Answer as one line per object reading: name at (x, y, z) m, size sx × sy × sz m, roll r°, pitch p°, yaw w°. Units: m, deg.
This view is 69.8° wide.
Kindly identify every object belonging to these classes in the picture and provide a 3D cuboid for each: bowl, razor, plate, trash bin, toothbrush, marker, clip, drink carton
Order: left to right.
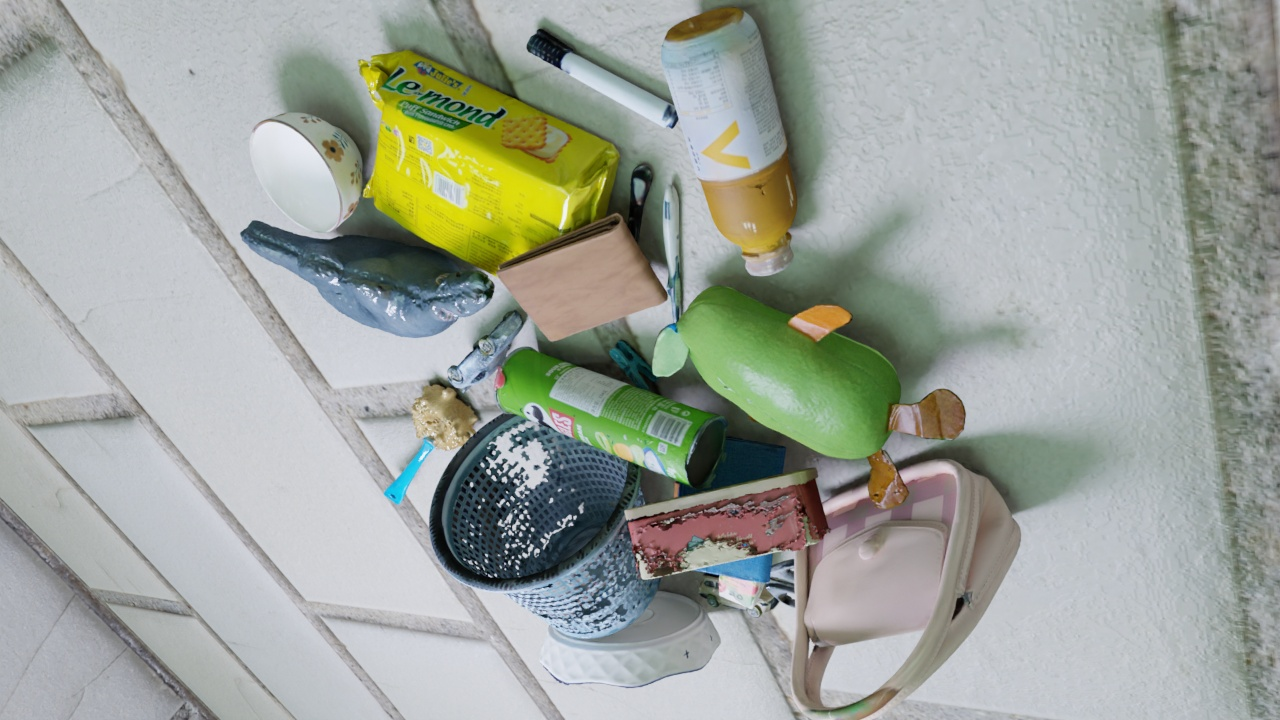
bowl at (-0.304, -0.184, 0.866) m, size 0.113 × 0.062 × 0.114 m, roll 22°, pitch 134°, yaw 24°
trash bin at (-0.076, 0.182, 0.963) m, size 0.227 × 0.226 × 0.195 m, roll 5°, pitch 143°, yaw 29°
marker at (-0.028, -0.214, 0.695) m, size 0.131 × 0.018 × 0.023 m, roll 30°, pitch 129°, yaw 7°
plate at (-0.013, 0.311, 1.048) m, size 0.205 × 0.204 × 0.045 m, roll -2°, pitch 94°, yaw 34°
razor at (-0.006, -0.103, 0.779) m, size 0.043 × 0.022 × 0.143 m, roll 22°, pitch 136°, yaw 12°
clip at (-0.006, 0.005, 0.878) m, size 0.056 × 0.041 × 0.014 m, roll 49°, pitch 138°, yaw -8°
toothbrush at (0.026, -0.069, 0.794) m, size 0.018 × 0.016 × 0.192 m, roll 24°, pitch 138°, yaw 28°
drink carton at (0.109, 0.196, 0.952) m, size 0.045 × 0.053 × 0.123 m, roll 16°, pitch 134°, yaw 21°

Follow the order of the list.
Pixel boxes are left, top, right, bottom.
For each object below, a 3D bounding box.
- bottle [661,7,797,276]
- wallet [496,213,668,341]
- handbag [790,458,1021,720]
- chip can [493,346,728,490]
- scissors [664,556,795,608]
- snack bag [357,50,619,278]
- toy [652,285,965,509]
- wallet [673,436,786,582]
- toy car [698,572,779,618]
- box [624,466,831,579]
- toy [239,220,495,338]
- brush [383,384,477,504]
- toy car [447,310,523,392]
bottle at (0.070, -0.148, 0.653) m, size 0.068 × 0.067 × 0.190 m, roll 1°, pitch 128°, yaw 32°
wallet at (-0.047, -0.065, 0.765) m, size 0.115 × 0.020 × 0.101 m, roll -19°, pitch 139°, yaw 13°
handbag at (0.200, 0.203, 0.763) m, size 0.093 × 0.233 × 0.194 m, roll 44°, pitch 138°, yaw -12°
chip can at (-0.032, 0.050, 0.867) m, size 0.236 × 0.072 × 0.072 m, roll 18°, pitch 136°, yaw 33°
scissors at (0.106, 0.219, 0.923) m, size 0.173 × 0.014 × 0.145 m, roll -19°, pitch 122°, yaw 26°
snack bag at (-0.136, -0.150, 0.787) m, size 0.246 × 0.068 × 0.158 m, roll 27°, pitch 137°, yaw 10°
toy at (0.133, 0.017, 0.748) m, size 0.247 × 0.089 × 0.227 m, roll 32°, pitch 150°, yaw 9°
wallet at (0.081, 0.139, 0.882) m, size 0.106 × 0.040 × 0.133 m, roll 7°, pitch 92°, yaw 23°
toy car at (0.110, 0.253, 1.011) m, size 0.091 × 0.042 × 0.035 m, roll 8°, pitch 118°, yaw 32°
box at (0.079, 0.152, 0.816) m, size 0.168 × 0.091 × 0.079 m, roll -16°, pitch 82°, yaw 18°
toy at (-0.244, -0.077, 0.884) m, size 0.357 × 0.091 × 0.138 m, roll 15°, pitch 168°, yaw 37°
brush at (-0.269, 0.114, 1.122) m, size 0.083 × 0.045 × 0.255 m, roll 36°, pitch 133°, yaw -5°
toy car at (-0.156, -0.008, 0.939) m, size 0.037 × 0.054 × 0.121 m, roll 44°, pitch 136°, yaw -6°
